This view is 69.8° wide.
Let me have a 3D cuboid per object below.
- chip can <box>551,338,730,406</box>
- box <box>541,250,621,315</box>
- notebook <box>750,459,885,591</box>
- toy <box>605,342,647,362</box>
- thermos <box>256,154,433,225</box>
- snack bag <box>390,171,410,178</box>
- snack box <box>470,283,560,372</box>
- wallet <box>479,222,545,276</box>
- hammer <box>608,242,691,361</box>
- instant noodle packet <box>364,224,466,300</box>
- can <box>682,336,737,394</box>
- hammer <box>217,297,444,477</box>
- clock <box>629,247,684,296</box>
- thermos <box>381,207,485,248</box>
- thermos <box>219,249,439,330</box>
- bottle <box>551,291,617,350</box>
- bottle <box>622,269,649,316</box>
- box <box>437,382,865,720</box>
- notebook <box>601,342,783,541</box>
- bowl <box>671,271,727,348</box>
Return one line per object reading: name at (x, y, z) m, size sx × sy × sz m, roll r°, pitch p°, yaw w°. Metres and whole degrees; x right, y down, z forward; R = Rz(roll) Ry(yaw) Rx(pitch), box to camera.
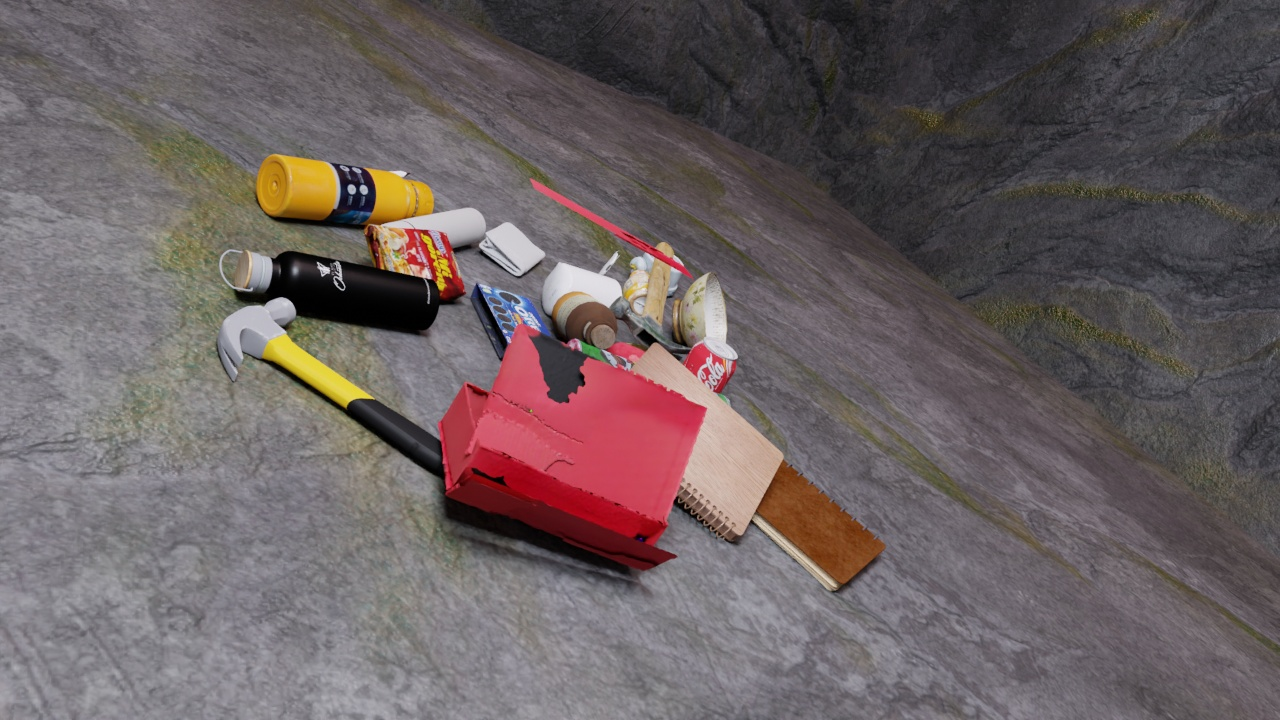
chip can at (0.004, 0.044, 1.131) m, size 0.223 × 0.076 × 0.075 m, roll 20°, pitch 24°, yaw -24°
box at (-0.080, -0.114, 1.333) m, size 0.137 × 0.083 × 0.143 m, roll 15°, pitch 39°, yaw -35°
notebook at (0.185, 0.180, 1.130) m, size 0.225 × 0.024 × 0.167 m, roll 40°, pitch 26°, yaw 22°
toy at (-0.007, 0.007, 1.231) m, size 0.091 × 0.045 × 0.135 m, roll 32°, pitch 16°, yaw 11°
thermos at (-0.386, -0.223, 1.216) m, size 0.091 × 0.076 × 0.232 m, roll 39°, pitch 24°, yaw 28°
snack bag at (-0.396, -0.256, 1.310) m, size 0.157 × 0.057 × 0.013 m, roll -27°, pitch 95°, yaw -63°
snack box at (-0.159, -0.043, 1.175) m, size 0.082 × 0.027 × 0.150 m, roll 14°, pitch 27°, yaw -35°
wallet at (-0.196, -0.166, 1.395) m, size 0.086 × 0.032 × 0.116 m, roll 42°, pitch 20°, yaw 0°
hammer at (0.027, -0.103, 1.372) m, size 0.132 × 0.033 × 0.329 m, roll 41°, pitch 25°, yaw -15°
instant noodle packet at (-0.279, -0.120, 1.133) m, size 0.135 × 0.040 × 0.098 m, roll -4°, pitch 70°, yaw -56°
can at (0.081, 0.025, 1.222) m, size 0.064 × 0.105 × 0.064 m, roll 25°, pitch 23°, yaw -12°
hammer at (-0.257, 0.046, 0.869) m, size 0.323 × 0.029 × 0.126 m, roll 33°, pitch 23°, yaw 5°
clock at (0.026, -0.151, 1.597) m, size 0.083 × 0.057 × 0.117 m, roll 36°, pitch 30°, yaw 14°
thermos at (-0.288, -0.174, 1.260) m, size 0.052 × 0.052 × 0.223 m, roll 34°, pitch 23°, yaw 9°
thermos at (-0.334, -0.079, 0.992) m, size 0.231 × 0.061 × 0.061 m, roll 10°, pitch 30°, yaw -41°
bottle at (-0.067, -0.045, 1.185) m, size 0.067 × 0.068 × 0.157 m, roll 21°, pitch 6°, yaw -21°
bottle at (0.002, -0.110, 1.466) m, size 0.063 × 0.063 × 0.109 m, roll 24°, pitch 25°, yaw -15°
box at (0.000, 0.115, 0.702) m, size 0.215 × 0.141 × 0.511 m, roll 28°, pitch -4°, yaw -25°
notebook at (0.057, 0.092, 1.057) m, size 0.210 × 0.022 × 0.168 m, roll 41°, pitch 40°, yaw -1°
bowl at (0.088, -0.063, 1.434) m, size 0.063 × 0.145 × 0.145 m, roll -3°, pitch 15°, yaw 18°
